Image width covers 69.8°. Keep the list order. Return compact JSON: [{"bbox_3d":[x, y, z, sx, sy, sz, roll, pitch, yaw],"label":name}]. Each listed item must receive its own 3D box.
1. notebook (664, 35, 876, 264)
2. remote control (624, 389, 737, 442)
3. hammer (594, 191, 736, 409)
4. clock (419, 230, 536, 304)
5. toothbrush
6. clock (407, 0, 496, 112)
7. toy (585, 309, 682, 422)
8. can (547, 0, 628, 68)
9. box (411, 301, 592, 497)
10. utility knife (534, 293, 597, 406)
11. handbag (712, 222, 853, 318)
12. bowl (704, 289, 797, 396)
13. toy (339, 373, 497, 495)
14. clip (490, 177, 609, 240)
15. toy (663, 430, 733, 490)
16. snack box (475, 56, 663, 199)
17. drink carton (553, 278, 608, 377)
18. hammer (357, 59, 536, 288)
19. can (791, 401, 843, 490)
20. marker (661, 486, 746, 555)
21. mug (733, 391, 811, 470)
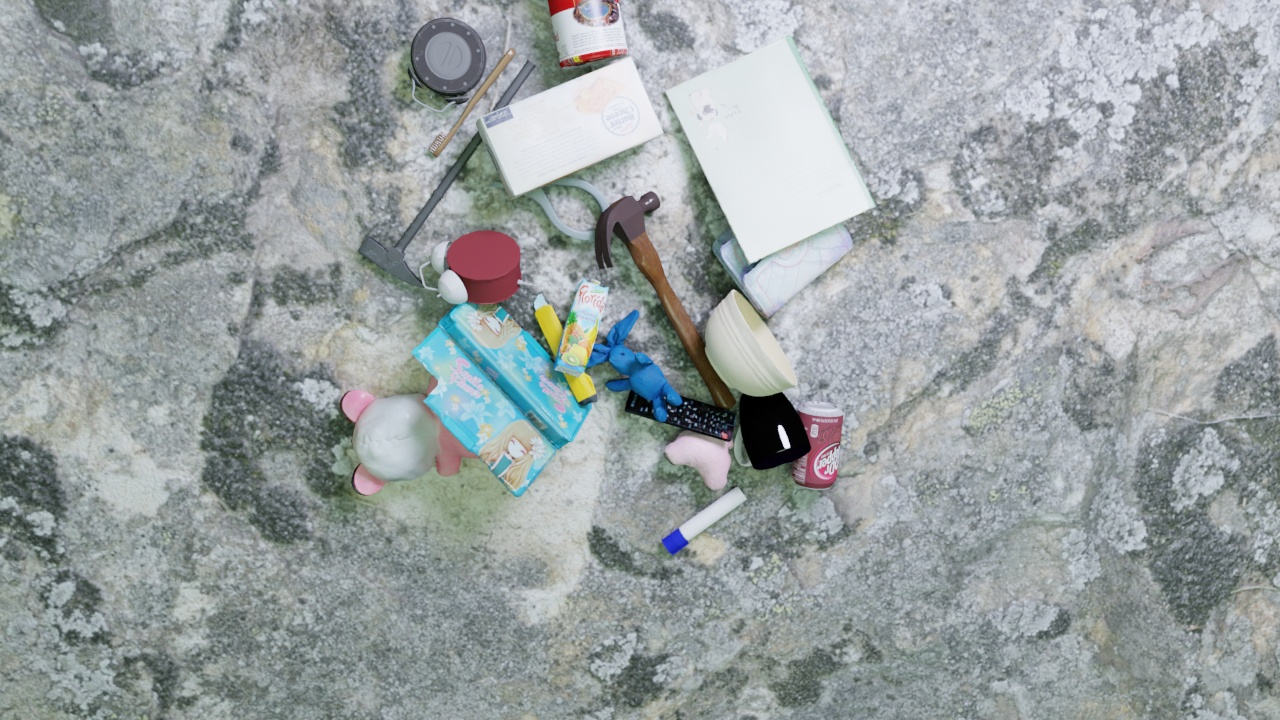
[{"bbox_3d":[0.166,-0.272,1.178,0.182,0.010,0.252,-25,85,-2],"label":"notebook"},{"bbox_3d":[0.055,0.073,1.251,0.150,0.022,0.047,17,58,2],"label":"remote control"},{"bbox_3d":[0.043,-0.068,1.222,0.115,0.033,0.323,-40,111,-27],"label":"hammer"},{"bbox_3d":[-0.208,-0.115,1.157,0.137,0.096,0.048,-12,141,-14],"label":"clock"},{"bbox_3d":[-0.212,-0.326,1.156,0.016,0.016,0.167,38,95,-18],"label":"toothbrush"},{"bbox_3d":[-0.238,-0.367,1.130,0.091,0.043,0.123,25,98,-13],"label":"clock"},{"bbox_3d":[-0.007,0.007,1.214,0.176,0.071,0.113,42,103,21],"label":"toy"},{"bbox_3d":[-0.067,-0.424,1.117,0.086,0.086,0.116,-12,102,-5],"label":"can"},{"bbox_3d":[-0.176,0.034,1.164,0.227,0.184,0.056,48,133,-14],"label":"box"},{"bbox_3d":[-0.101,-0.014,1.217,0.030,0.017,0.163,-27,89,2],"label":"utility knife"},{"bbox_3d":[0.192,-0.150,1.218,0.158,0.069,0.126,-39,105,-1],"label":"handbag"},{"bbox_3d":[0.134,-0.011,1.205,0.075,0.150,0.151,-34,104,14],"label":"bowl"},{"bbox_3d":[-0.278,0.092,1.201,0.213,0.084,0.142,-8,102,-8],"label":"toy"},{"bbox_3d":[-0.098,-0.226,1.186,0.163,0.028,0.107,29,95,-13],"label":"clip"},{"bbox_3d":[0.093,0.120,1.269,0.099,0.053,0.095,34,78,-9],"label":"toy"},{"bbox_3d":[-0.088,-0.287,1.139,0.207,0.057,0.104,-25,98,-10],"label":"snack box"},{"bbox_3d":[-0.077,-0.044,1.200,0.044,0.039,0.128,18,74,-10],"label":"drink carton"},{"bbox_3d":[-0.229,-0.242,1.173,0.095,0.015,0.325,36,95,-12],"label":"hammer"},{"bbox_3d":[0.247,0.118,1.281,0.063,0.063,0.114,2,101,-8],"label":"can"},{"bbox_3d":[0.091,0.228,1.306,0.133,0.023,0.027,-36,125,1],"label":"marker"},{"bbox_3d":[0.167,0.095,1.260,0.084,0.119,0.100,1,62,-39],"label":"mug"}]
